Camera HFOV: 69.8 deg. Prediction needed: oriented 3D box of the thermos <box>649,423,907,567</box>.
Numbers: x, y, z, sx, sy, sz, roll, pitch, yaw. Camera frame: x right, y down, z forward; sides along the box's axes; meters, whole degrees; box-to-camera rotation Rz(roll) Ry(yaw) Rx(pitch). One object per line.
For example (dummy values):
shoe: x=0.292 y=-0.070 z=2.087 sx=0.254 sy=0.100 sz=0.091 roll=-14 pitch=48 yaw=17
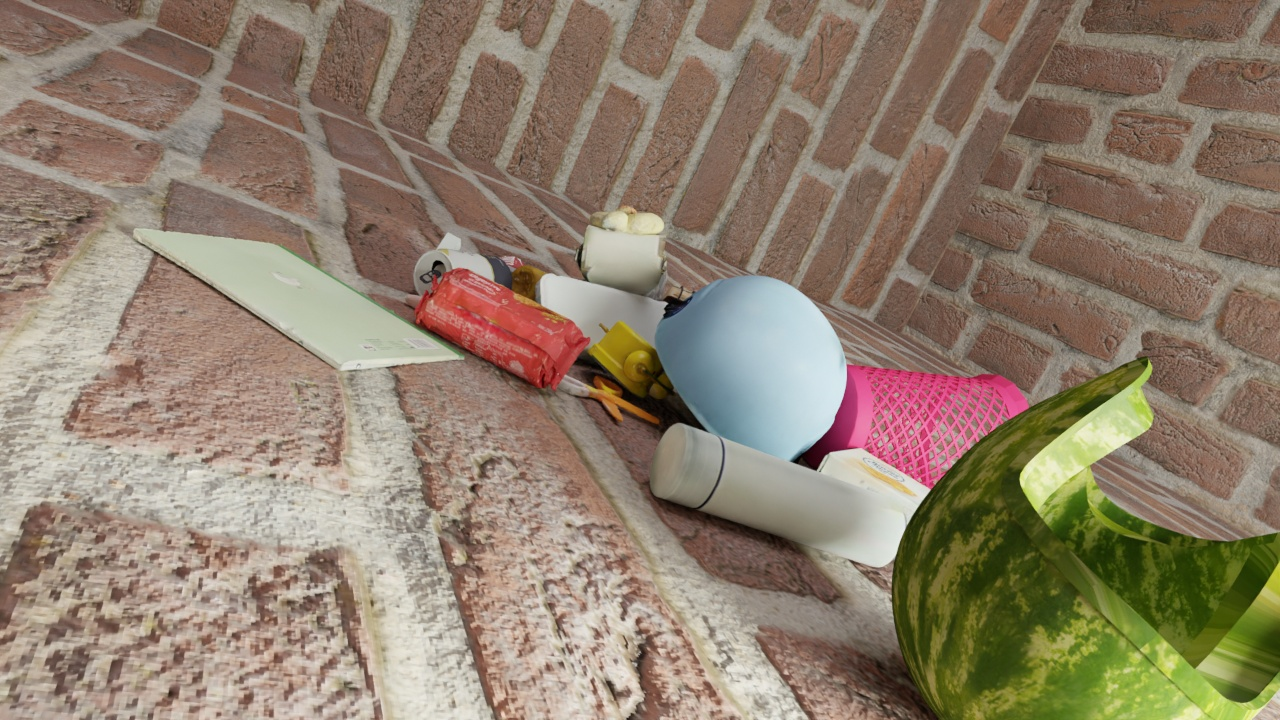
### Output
thermos: x=0.121 y=0.119 z=0.798 sx=0.230 sy=0.068 sz=0.068 roll=20 pitch=13 yaw=-18

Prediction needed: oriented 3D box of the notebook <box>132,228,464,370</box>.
notebook: x=-0.305 y=-0.058 z=0.842 sx=0.252 sy=0.010 sz=0.181 roll=29 pitch=13 yaw=18

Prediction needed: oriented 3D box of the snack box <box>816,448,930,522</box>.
snack box: x=0.282 y=0.166 z=0.932 sx=0.208 sy=0.057 sz=0.104 roll=32 pitch=14 yaw=28

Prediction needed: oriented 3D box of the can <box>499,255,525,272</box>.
can: x=-0.172 y=-0.103 z=1.184 sx=0.054 sy=0.054 sz=0.096 roll=23 pitch=13 yaw=-10

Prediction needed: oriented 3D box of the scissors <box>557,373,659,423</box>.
scissors: x=-0.042 y=0.036 z=0.954 sx=0.129 sy=0.011 sz=0.125 roll=19 pitch=12 yaw=-22

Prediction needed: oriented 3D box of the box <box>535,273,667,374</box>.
box: x=-0.062 y=-0.022 z=1.119 sx=0.216 sy=0.110 sz=0.107 roll=13 pitch=60 yaw=-36

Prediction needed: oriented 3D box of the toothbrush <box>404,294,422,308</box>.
toothbrush: x=-0.167 y=-0.035 z=0.968 sx=0.181 sy=0.016 sz=0.018 roll=21 pitch=12 yaw=9

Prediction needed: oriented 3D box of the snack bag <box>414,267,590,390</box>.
snack bag: x=-0.143 y=-0.035 z=0.911 sx=0.176 sy=0.082 sz=0.082 roll=26 pitch=13 yaw=11

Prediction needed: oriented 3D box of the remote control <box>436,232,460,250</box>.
remote control: x=-0.243 y=-0.122 z=1.136 sx=0.024 sy=0.050 sz=0.143 roll=22 pitch=13 yaw=-12

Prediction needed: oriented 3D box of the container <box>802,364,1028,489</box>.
container: x=0.319 y=0.086 z=1.109 sx=0.225 sy=0.183 sz=0.183 roll=12 pitch=16 yaw=-20

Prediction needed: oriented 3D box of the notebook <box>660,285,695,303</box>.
notebook: x=0.121 y=-0.031 z=1.313 sx=0.225 sy=0.024 sz=0.168 roll=23 pitch=-22 yaw=-9

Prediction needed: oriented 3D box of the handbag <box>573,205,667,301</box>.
handbag: x=-0.018 y=-0.132 z=1.191 sx=0.112 sy=0.123 sz=0.171 roll=6 pitch=-10 yaw=3

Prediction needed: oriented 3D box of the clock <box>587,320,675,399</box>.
clock: x=-0.006 y=0.006 z=1.015 sx=0.119 sy=0.057 sz=0.083 roll=43 pitch=3 yaw=42

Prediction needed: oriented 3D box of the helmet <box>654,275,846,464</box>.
helmet: x=0.127 y=0.001 z=1.006 sx=0.225 sy=0.167 sz=0.265 roll=48 pitch=23 yaw=0

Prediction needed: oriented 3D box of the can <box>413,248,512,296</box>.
can: x=-0.205 y=-0.093 z=1.052 sx=0.064 sy=0.064 sz=0.127 roll=30 pitch=14 yaw=23

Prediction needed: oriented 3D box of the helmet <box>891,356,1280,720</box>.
helmet: x=0.276 y=0.147 z=0.582 sx=0.213 sy=0.246 sz=0.244 roll=46 pitch=-24 yaw=9

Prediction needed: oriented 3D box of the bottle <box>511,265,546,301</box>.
bottle: x=-0.092 y=-0.069 z=1.170 sx=0.053 sy=0.053 sz=0.186 roll=34 pitch=7 yaw=36
